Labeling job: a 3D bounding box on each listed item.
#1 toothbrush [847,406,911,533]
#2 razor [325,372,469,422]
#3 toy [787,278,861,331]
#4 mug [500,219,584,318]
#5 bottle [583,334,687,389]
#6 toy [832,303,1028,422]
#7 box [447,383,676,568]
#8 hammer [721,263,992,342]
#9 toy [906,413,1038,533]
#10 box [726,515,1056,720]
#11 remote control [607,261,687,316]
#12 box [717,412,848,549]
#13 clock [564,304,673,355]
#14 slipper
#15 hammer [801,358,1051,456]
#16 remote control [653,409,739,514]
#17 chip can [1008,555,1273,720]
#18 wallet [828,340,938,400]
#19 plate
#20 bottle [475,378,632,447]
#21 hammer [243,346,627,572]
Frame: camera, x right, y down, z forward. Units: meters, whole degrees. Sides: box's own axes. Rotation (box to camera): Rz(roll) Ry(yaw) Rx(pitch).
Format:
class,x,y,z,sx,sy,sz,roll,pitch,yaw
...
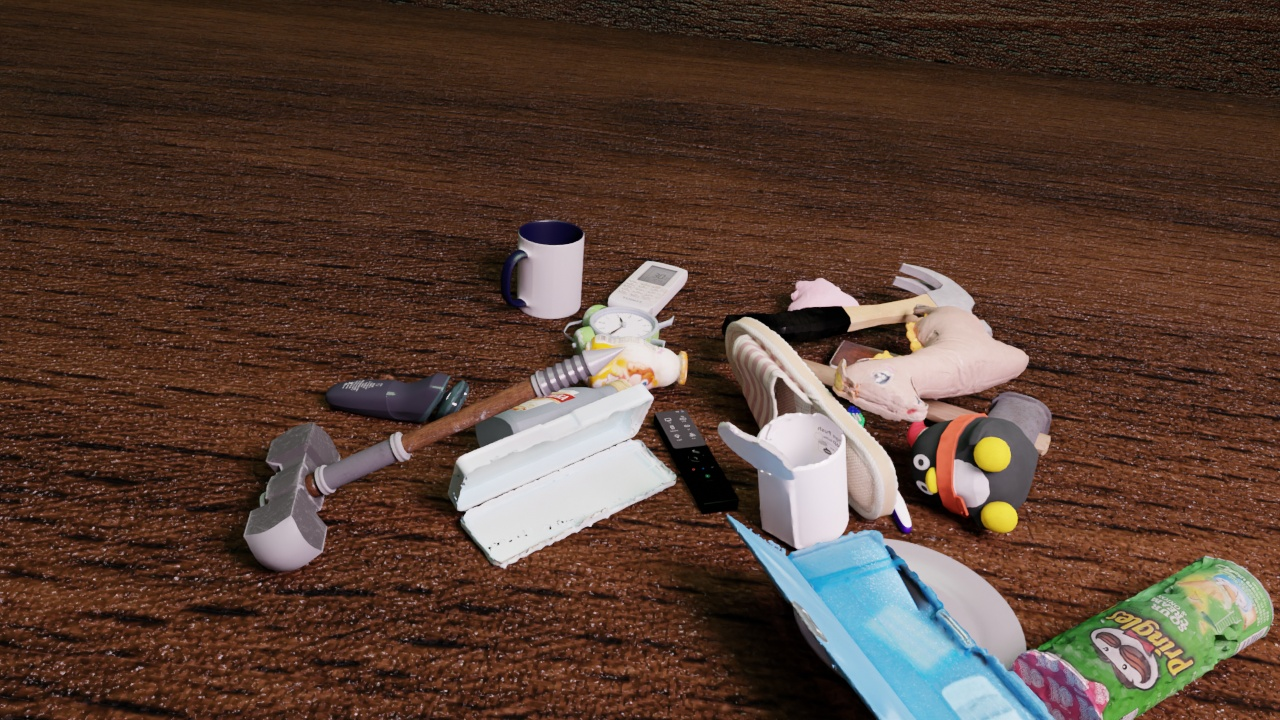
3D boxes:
class,x,y,z,sx,sy,sz,roll,pitch,yaw
toothbrush,0.230,0.101,0.891,0.015,0.016,0.186,2,30,-7
razor,-0.240,0.036,0.899,0.143,0.052,0.047,4,33,7
toy,0.223,-0.067,1.138,0.102,0.050,0.093,-7,45,-14
mug,-0.122,-0.106,1.106,0.079,0.097,0.111,30,38,35
bottle,-0.006,0.006,0.969,0.108,0.063,0.063,3,31,-3
toy,0.272,-0.003,0.921,0.263,0.065,0.196,-9,29,-32
box,-0.060,0.106,0.801,0.198,0.086,0.096,-20,64,-32
hammer,0.247,-0.049,1.064,0.327,0.039,0.131,-8,48,-23
toy,0.298,0.095,0.844,0.119,0.097,0.099,3,21,45
box,0.166,0.203,0.639,0.172,0.066,0.231,12,24,-31
remote control,0.011,-0.090,1.170,0.060,0.025,0.138,16,32,17
box,0.122,0.092,0.759,0.118,0.160,0.084,-29,38,-29
clock,-0.027,-0.027,1.042,0.119,0.043,0.094,11,30,8
slipper,0.146,0.052,0.877,0.052,0.115,0.263,-22,43,-17
hammer,0.264,0.038,0.981,0.329,0.052,0.097,19,33,28
remote control,0.051,0.093,0.879,0.034,0.013,0.150,-5,32,-17
chip can,0.373,0.210,0.674,0.222,0.076,0.075,-14,36,-29
wallet,0.281,0.013,1.045,0.123,0.019,0.072,17,33,19
plate,0.207,0.204,0.718,0.178,0.012,0.178,4,31,-2
bottle,-0.073,0.052,0.882,0.160,0.046,0.072,-17,10,-40
hammer,-0.161,0.055,0.746,0.322,0.043,0.156,-24,32,4
